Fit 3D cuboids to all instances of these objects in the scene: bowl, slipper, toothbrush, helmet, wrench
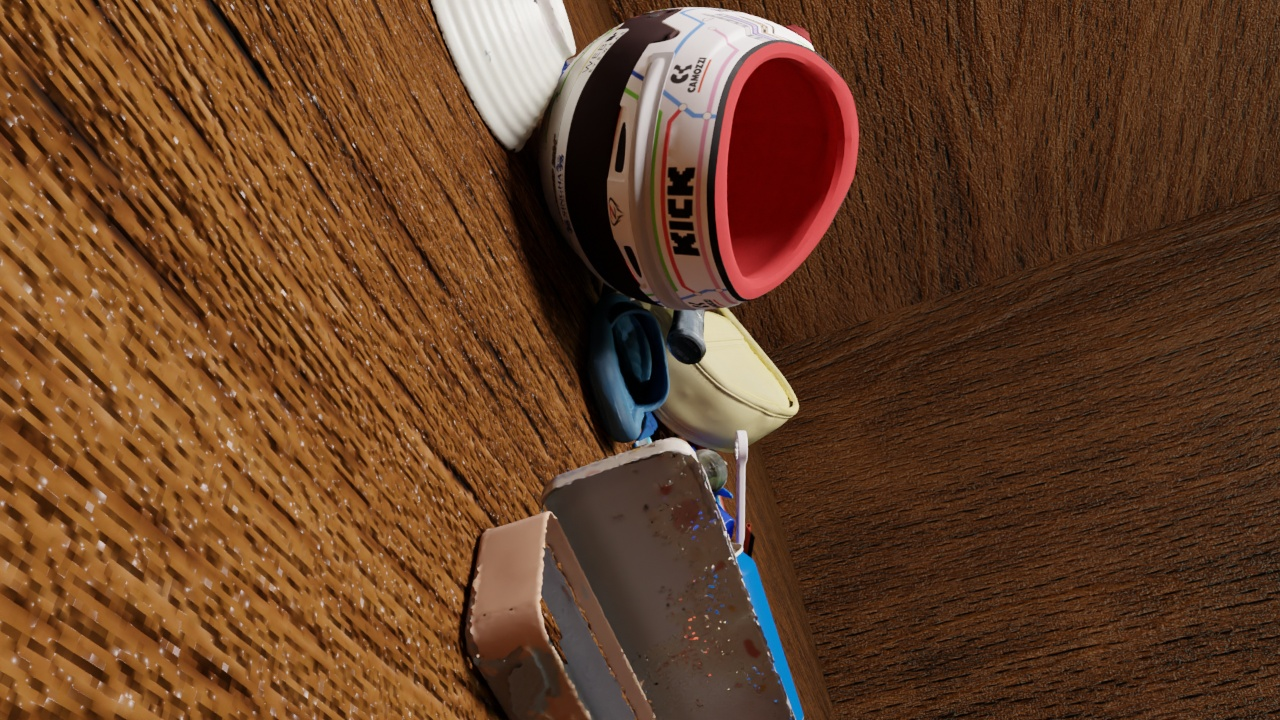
[{"bbox_3d":[-0.093,-0.249,0.672,0.177,0.071,0.177,-17,89,-82],"label":"bowl"},{"bbox_3d":[-0.005,0.004,0.768,0.213,0.059,0.104,-80,153,-70],"label":"slipper"},{"bbox_3d":[0.006,0.063,0.859,0.021,0.016,0.132,61,10,-9],"label":"toothbrush"},{"bbox_3d":[0.030,-0.165,0.754,0.313,0.236,0.231,-37,128,-48],"label":"helmet"},{"bbox_3d":[0.096,0.200,0.890,0.047,0.009,0.273,-95,-175,-79],"label":"wrench"}]

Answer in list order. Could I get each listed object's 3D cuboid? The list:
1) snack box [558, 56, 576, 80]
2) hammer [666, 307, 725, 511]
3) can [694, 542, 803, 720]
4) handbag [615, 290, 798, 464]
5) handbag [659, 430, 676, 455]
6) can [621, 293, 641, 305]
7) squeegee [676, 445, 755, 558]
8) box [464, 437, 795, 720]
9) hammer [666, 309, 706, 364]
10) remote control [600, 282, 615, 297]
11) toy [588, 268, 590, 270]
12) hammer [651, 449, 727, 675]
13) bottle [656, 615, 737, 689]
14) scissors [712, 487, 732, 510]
[{"bbox_3d":[-0.041,-0.199,0.959,0.059,0.059,0.226,-97,168,-64],"label":"snack box"},{"bbox_3d":[0.059,0.049,1.110,0.126,0.036,0.315,151,-71,-73],"label":"hammer"},{"bbox_3d":[0.068,0.222,0.705,0.079,0.079,0.146,-12,84,-82],"label":"can"},{"bbox_3d":[0.064,0.010,0.968,0.191,0.089,0.232,59,22,15],"label":"handbag"},{"bbox_3d":[0.056,0.158,0.997,0.084,0.027,0.178,-82,148,-76],"label":"handbag"},{"bbox_3d":[0.009,-0.049,1.024,0.044,0.044,0.107,-99,168,-45],"label":"can"},{"bbox_3d":[0.061,0.160,0.883,0.250,0.055,0.184,90,-9,-47],"label":"squeegee"},{"bbox_3d":[0.009,0.154,0.414,0.104,0.096,0.216,-83,155,-59],"label":"box"},{"bbox_3d":[0.059,-0.072,0.934,0.140,0.036,0.325,42,22,-14],"label":"hammer"},{"bbox_3d":[-0.010,-0.108,0.908,0.039,0.010,0.124,105,10,-50],"label":"remote control"},{"bbox_3d":[-0.042,-0.129,0.883,0.108,0.041,0.096,-83,156,-58],"label":"toy"},{"bbox_3d":[0.048,0.228,0.549,0.132,0.033,0.333,-16,91,-55],"label":"hammer"},{"bbox_3d":[0.053,0.256,0.612,0.056,0.056,0.162,7,66,-81],"label":"bottle"},{"bbox_3d":[0.078,0.142,0.957,0.105,0.019,0.132,65,-10,-5],"label":"scissors"}]
